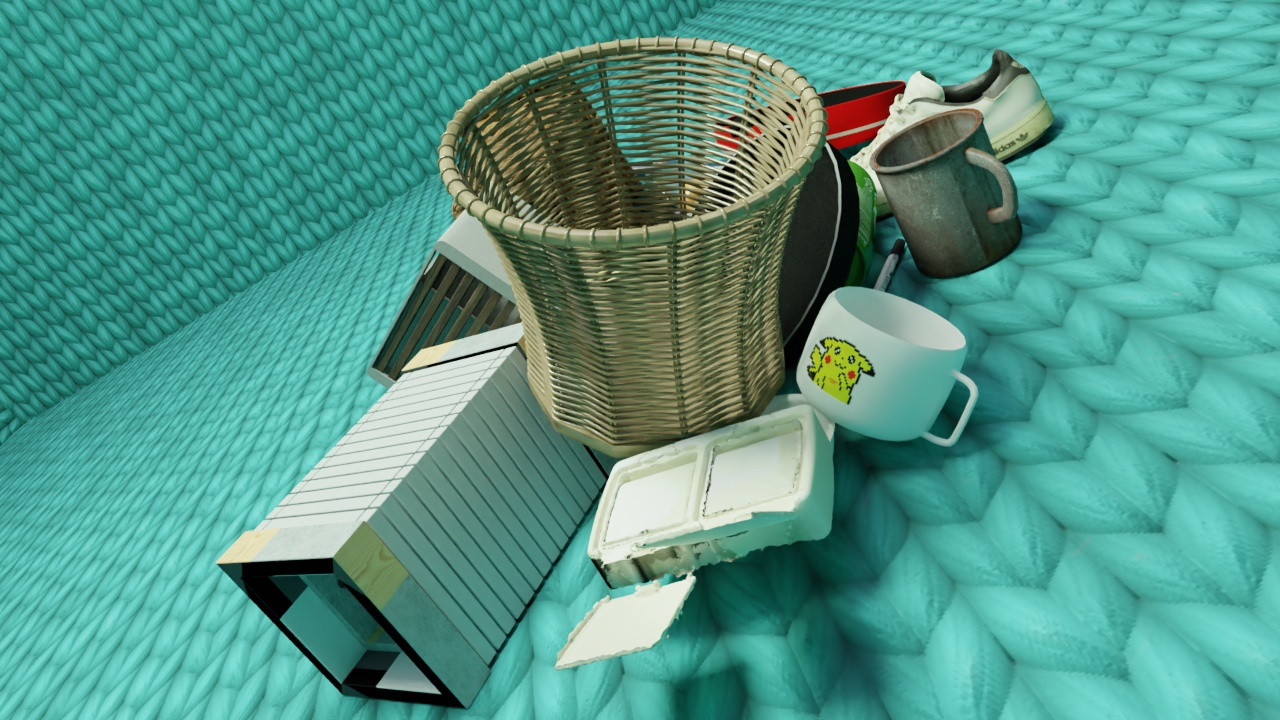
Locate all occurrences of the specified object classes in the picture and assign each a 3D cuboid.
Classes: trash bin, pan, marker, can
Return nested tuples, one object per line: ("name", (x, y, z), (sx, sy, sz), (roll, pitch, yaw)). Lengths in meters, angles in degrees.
("trash bin", (-0.150, 0.108, 0.694), (0.143, 0.142, 0.246), (-12, 30, 38))
("pan", (0.070, -0.106, 0.818), (0.225, 0.034, 0.356), (-66, 29, 11))
("marker", (0.200, -0.060, 0.764), (0.011, 0.011, 0.151), (-12, 30, 38))
("can", (0.168, -0.118, 0.824), (0.083, 0.083, 0.143), (-19, 27, 27))
("pan", (0.156, -0.240, 0.944), (0.209, 0.067, 0.355), (-5, 20, 27))
("trash bin", (-0.177, -0.052, 0.960), (0.230, 0.114, 0.114), (-48, 11, 42))

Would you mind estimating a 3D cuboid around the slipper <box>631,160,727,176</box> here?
("slipper", (0.071, -0.220, 1.145), (0.295, 0.060, 0.118), (6, 16, 31))

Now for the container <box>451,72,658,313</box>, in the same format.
("container", (-0.097, -0.163, 1.056), (0.162, 0.250, 0.182), (-20, 34, 24))

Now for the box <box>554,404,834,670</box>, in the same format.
("box", (0.030, 0.089, 0.509), (0.146, 0.066, 0.185), (-21, 6, 20))

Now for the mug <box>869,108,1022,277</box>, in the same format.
("mug", (0.251, -0.129, 0.719), (0.096, 0.110, 0.123), (-40, 25, -6))

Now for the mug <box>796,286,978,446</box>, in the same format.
("mug", (0.158, 0.007, 0.578), (0.094, 0.068, 0.115), (-6, 34, -41))

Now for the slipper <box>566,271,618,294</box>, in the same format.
("slipper", (-0.066, -0.040, 0.935), (0.261, 0.079, 0.111), (-37, 7, -6))

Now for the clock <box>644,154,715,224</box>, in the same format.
("clock", (0.057, -0.150, 0.981), (0.073, 0.121, 0.157), (-29, 29, -4))

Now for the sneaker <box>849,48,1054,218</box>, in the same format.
("sneaker", (0.260, -0.216, 0.880), (0.242, 0.102, 0.088), (-22, 25, 22))

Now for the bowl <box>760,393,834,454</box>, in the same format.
("bowl", (0.084, 0.073, 0.606), (0.110, 0.040, 0.109), (-25, 24, 12))

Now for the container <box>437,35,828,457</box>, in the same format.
("container", (0.004, -0.070, 0.603), (0.227, 0.196, 0.226), (-4, 44, 4))
